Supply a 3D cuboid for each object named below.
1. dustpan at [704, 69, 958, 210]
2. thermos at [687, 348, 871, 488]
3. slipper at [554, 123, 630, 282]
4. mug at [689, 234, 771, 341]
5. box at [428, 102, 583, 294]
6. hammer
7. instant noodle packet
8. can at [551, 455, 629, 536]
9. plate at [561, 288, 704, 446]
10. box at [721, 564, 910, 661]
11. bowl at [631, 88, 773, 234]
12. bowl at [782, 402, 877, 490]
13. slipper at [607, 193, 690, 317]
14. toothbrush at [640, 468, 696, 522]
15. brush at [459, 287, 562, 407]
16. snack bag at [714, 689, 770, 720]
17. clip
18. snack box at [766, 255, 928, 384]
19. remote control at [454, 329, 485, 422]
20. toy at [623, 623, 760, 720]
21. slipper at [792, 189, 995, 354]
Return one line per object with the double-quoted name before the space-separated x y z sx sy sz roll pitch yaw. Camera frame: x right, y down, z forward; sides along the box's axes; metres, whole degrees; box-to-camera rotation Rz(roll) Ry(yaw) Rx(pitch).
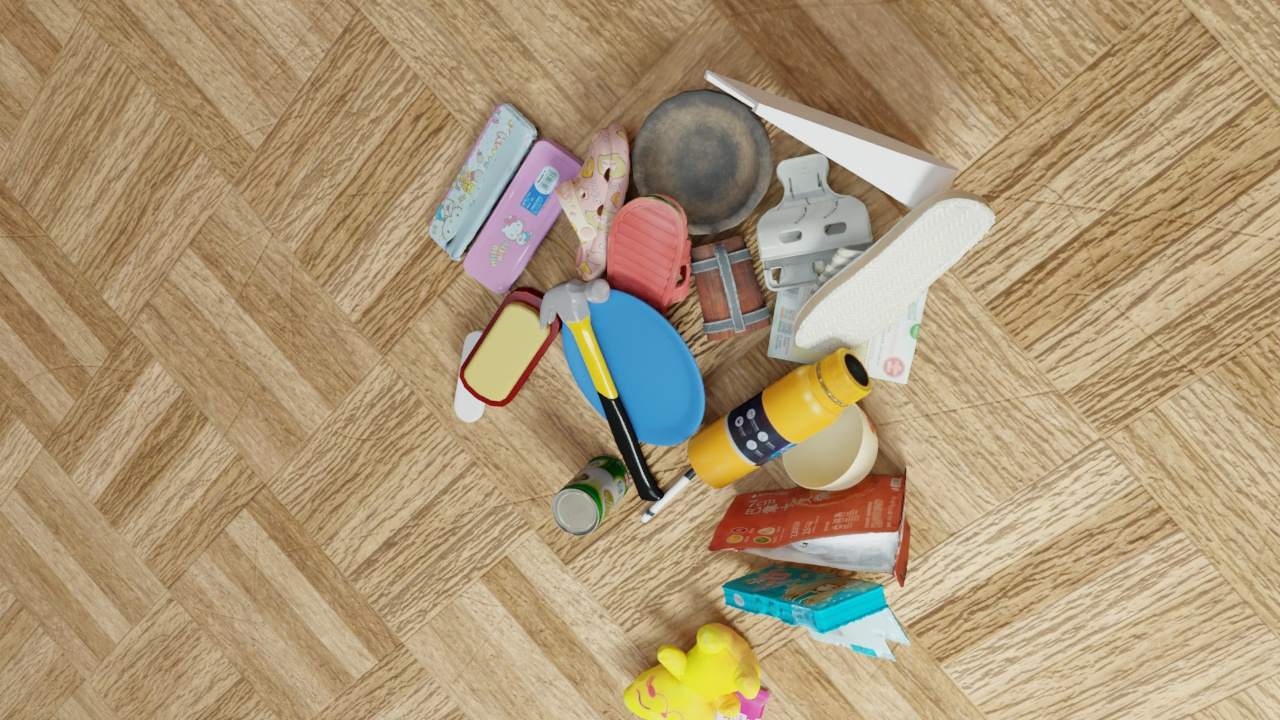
"dustpan" 0.198 -0.217 0.946 0.257 0.191 0.053 14 112 -17
"thermos" 0.162 0.063 1.090 0.076 0.091 0.233 28 130 -33
"slipper" -0.064 -0.189 1.106 0.081 0.093 0.198 8 114 -12
"mug" 0.103 -0.085 1.075 0.081 0.117 0.111 -15 97 4
"box" -0.179 -0.206 1.183 0.151 0.040 0.215 40 114 9
"hammer" -0.041 0.044 1.173 0.127 0.029 0.324 2 121 44
"instant noodle packet" 0.203 0.190 1.090 0.221 0.164 0.084 -1 106 19
"can" -0.063 0.175 1.202 0.067 0.120 0.067 5 106 18
"plate" -0.007 0.007 1.152 0.224 0.024 0.225 25 134 29
"box" 0.218 0.295 1.102 0.168 0.228 0.086 24 75 -18
"bowl" 0.077 -0.230 1.064 0.162 0.070 0.162 5 107 18
"bowl" 0.239 0.106 1.097 0.074 0.117 0.118 26 120 -36
"slipper" 0.012 -0.105 1.106 0.103 0.059 0.249 33 141 16
"toothbrush" 0.060 0.154 1.213 0.017 0.012 0.187 50 115 15
"brush" -0.175 -0.014 1.220 0.082 0.041 0.174 35 110 -2
"snack bag" 0.128 0.538 1.297 0.070 0.016 0.197 17 110 16
"clip" 0.191 -0.158 1.025 0.126 0.105 0.152 -8 100 10
"snack box" 0.242 -0.053 1.081 0.168 0.027 0.132 12 109 15
"remote control" -0.231 0.023 1.276 0.043 0.013 0.137 18 110 14
"toy" 0.072 0.435 1.250 0.134 0.087 0.194 39 116 2
"slipper" 0.256 -0.092 0.968 0.274 0.114 0.054 130 139 -51
